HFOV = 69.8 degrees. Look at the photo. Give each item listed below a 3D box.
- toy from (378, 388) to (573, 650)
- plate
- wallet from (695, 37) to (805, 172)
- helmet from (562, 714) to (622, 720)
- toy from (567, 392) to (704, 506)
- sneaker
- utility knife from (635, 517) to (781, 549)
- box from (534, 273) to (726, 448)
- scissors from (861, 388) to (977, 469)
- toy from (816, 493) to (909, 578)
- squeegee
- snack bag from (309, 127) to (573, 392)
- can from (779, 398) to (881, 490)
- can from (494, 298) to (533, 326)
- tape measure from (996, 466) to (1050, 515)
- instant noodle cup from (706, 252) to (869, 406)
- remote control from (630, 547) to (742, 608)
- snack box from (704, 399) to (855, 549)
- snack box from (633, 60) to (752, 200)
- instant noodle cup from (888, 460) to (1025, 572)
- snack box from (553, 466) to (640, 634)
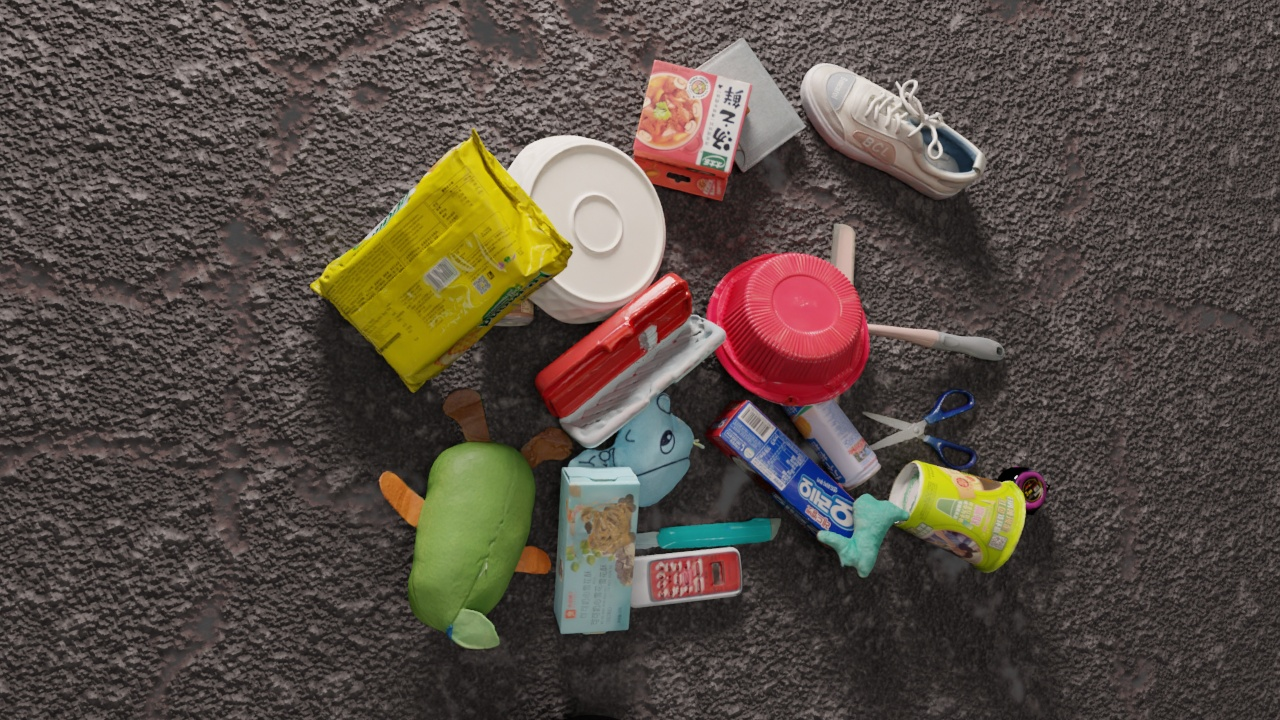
[{"bbox_3d":[-0.167,0.159,0.927,0.227,0.090,0.246,33,61,-32],"label":"toy"},{"bbox_3d":[-0.056,-0.142,0.977,0.204,0.046,0.204,3,84,-35],"label":"plate"},{"bbox_3d":[0.118,-0.297,1.071,0.106,0.037,0.129,-38,95,-14],"label":"wallet"},{"bbox_3d":[-0.024,0.469,0.882,0.274,0.230,0.233,32,79,-17],"label":"helmet"},{"bbox_3d":[-0.006,0.115,1.002,0.156,0.050,0.161,-1,101,-22],"label":"toy"},{"bbox_3d":[0.302,-0.276,1.088,0.242,0.091,0.089,30,78,-10],"label":"sneaker"},{"bbox_3d":[0.073,0.196,1.035,0.186,0.013,0.029,-1,84,-16],"label":"utility knife"},{"bbox_3d":[-0.003,0.009,0.985,0.201,0.095,0.098,-39,63,-13],"label":"box"},{"bbox_3d":[0.346,0.080,1.109,0.162,0.012,0.163,40,75,-13],"label":"scissors"},{"bbox_3d":[0.244,0.192,1.013,0.096,0.030,0.091,23,80,-9],"label":"toy"},{"bbox_3d":[0.340,-0.027,1.107,0.249,0.040,0.247,8,84,-14],"label":"squeegee"},{"bbox_3d":[-0.197,-0.090,0.906,0.247,0.068,0.158,-38,96,20],"label":"snack bag"},{"bbox_3d":[0.215,0.080,1.049,0.053,0.053,0.134,-35,85,-14],"label":"can"},{"bbox_3d":[-0.143,-0.097,0.978,0.058,0.058,0.116,1,85,-14],"label":"can"},{"bbox_3d":[0.465,0.159,1.125,0.058,0.039,0.057,36,78,-14],"label":"tape measure"},{"bbox_3d":[0.173,-0.049,1.022,0.194,0.066,0.193,3,65,-7],"label":"instant noodle cup"},{"bbox_3d":[0.048,0.241,1.023,0.136,0.020,0.056,-2,87,-15],"label":"remote control"},{"bbox_3d":[0.170,0.133,1.042,0.207,0.058,0.057,43,78,-8],"label":"snack box"},{"bbox_3d":[0.055,-0.256,1.027,0.113,0.044,0.127,13,92,-1],"label":"snack box"},{"bbox_3d":[0.361,0.173,1.067,0.123,0.112,0.111,20,81,-5],"label":"instant noodle cup"},{"bbox_3d":[-0.047,0.198,0.961,0.074,0.051,0.175,0,104,-15],"label":"snack box"}]
